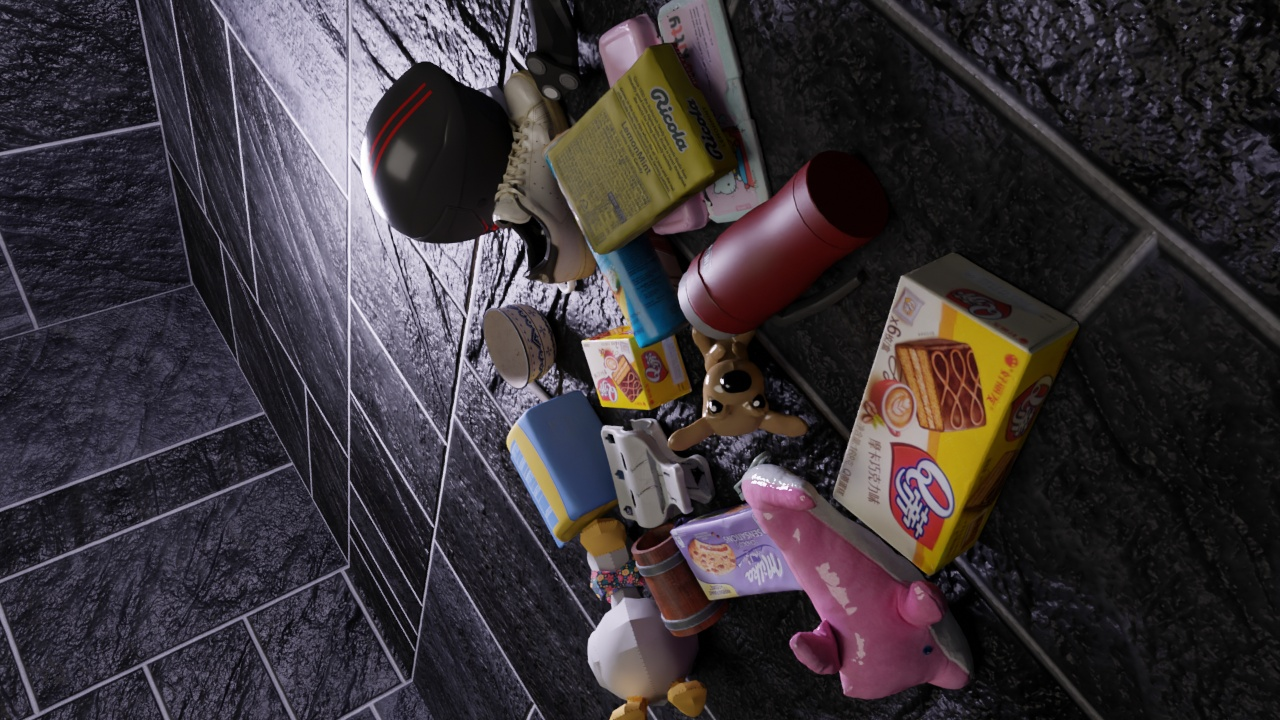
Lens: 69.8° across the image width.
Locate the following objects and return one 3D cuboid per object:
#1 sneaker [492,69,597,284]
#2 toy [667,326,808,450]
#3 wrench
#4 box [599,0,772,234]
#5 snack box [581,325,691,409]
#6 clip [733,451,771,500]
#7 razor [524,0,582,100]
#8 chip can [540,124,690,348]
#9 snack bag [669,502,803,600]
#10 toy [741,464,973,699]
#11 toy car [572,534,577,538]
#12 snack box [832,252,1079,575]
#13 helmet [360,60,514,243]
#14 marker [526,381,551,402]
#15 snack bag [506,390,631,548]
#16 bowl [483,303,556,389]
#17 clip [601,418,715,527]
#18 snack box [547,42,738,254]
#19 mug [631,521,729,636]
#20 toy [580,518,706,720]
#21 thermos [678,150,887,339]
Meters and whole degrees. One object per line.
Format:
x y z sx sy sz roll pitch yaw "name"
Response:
-0.127 -0.199 1.035 0.089 0.102 0.241 1 110 57 "sneaker"
0.086 0.021 0.876 0.106 0.134 0.108 83 180 -65 "toy"
-0.140 -0.210 1.130 0.066 0.018 0.273 -18 96 59 "wrench"
0.036 -0.218 0.834 0.155 0.044 0.201 0 111 56 "box"
-0.006 0.006 1.025 0.106 0.061 0.083 -1 109 57 "snack box"
0.121 0.121 0.948 0.035 0.023 0.075 56 149 15 "clip"
-0.095 -0.350 0.939 0.057 0.060 0.156 -14 79 47 "razor"
-0.017 -0.129 0.938 0.080 0.079 0.229 -32 84 59 "chip can"
0.118 0.193 0.967 0.206 0.058 0.096 -28 90 55 "snack bag"
0.172 0.204 0.784 0.265 0.127 0.187 47 168 -3 "toy"
-0.097 0.211 1.320 0.046 0.034 0.112 42 134 24 "toy car"
0.229 0.046 0.697 0.110 0.061 0.231 41 140 35 "snack box"
-0.244 -0.232 1.089 0.164 0.169 0.265 52 147 20 "helmet"
-0.163 0.030 1.325 0.138 0.016 0.022 40 171 36 "marker"
-0.112 0.157 1.240 0.159 0.102 0.206 59 146 14 "snack bag"
-0.156 -0.025 1.233 0.115 0.059 0.116 35 137 41 "bowl"
0.027 0.132 1.079 0.152 0.091 0.126 -2 111 42 "clip"
-0.004 -0.183 0.831 0.181 0.045 0.121 -30 86 48 "snack box"
0.044 0.251 1.096 0.111 0.081 0.117 61 -174 -9 "mug"
-0.004 0.347 1.187 0.267 0.141 0.247 -112 3 -49 "toy"
0.121 -0.082 0.768 0.108 0.083 0.199 34 147 -11 "thermos"
